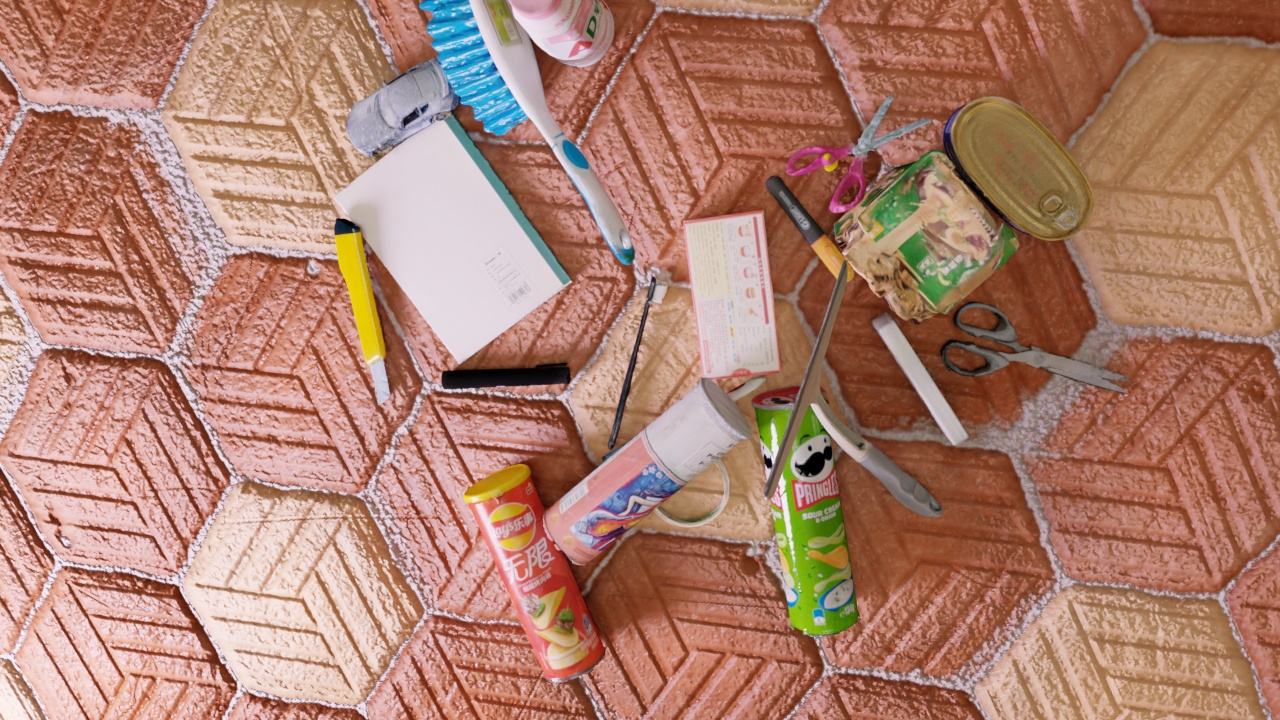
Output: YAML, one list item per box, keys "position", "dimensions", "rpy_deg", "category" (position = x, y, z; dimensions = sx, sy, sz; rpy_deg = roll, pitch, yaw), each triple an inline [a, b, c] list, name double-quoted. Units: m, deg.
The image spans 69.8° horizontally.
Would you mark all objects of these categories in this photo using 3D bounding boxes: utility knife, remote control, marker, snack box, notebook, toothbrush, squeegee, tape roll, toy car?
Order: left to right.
- position: [-0.281, -0.048, 0.936]
  dimensions: [0.033, 0.015, 0.197]
  rpy_deg: [0, 106, 27]
  category: "utility knife"
- position: [-0.230, -0.242, 0.878]
  dimensions: [0.121, 0.036, 0.054]
  rpy_deg: [-27, 81, 15]
  category: "toy car"
- position: [-0.186, -0.121, 0.913]
  dimensions: [0.150, 0.012, 0.209]
  rpy_deg: [-35, 95, 12]
  category: "notebook"
- position: [-0.137, 0.016, 0.929]
  dimensions: [0.132, 0.020, 0.022]
  rpy_deg: [-3, 111, 8]
  category: "marker"
- position: [-0.005, 0.005, 0.911]
  dimensions: [0.018, 0.015, 0.181]
  rpy_deg: [15, 101, -5]
  category: "toothbrush"
- position: [0.042, 0.061, 0.917]
  dimensions: [0.188, 0.016, 0.017]
  rpy_deg: [-30, 86, 13]
  category: "toothbrush"
- position: [0.047, 0.126, 0.929]
  dimensions: [0.086, 0.014, 0.086]
  rpy_deg: [1, 101, 8]
  category: "tape roll"
- position: [0.089, -0.062, 0.880]
  dimensions: [0.077, 0.027, 0.156]
  rpy_deg: [-6, 100, 9]
  category: "snack box"
- position: [0.160, -0.124, 0.865]
  dimensions: [0.018, 0.015, 0.124]
  rpy_deg: [-38, 92, 8]
  category: "marker"
- position: [0.207, 0.079, 0.851]
  dimensions: [0.039, 0.245, 0.246]
  rpy_deg: [-10, 137, 46]
  category: "squeegee"
- position: [0.236, -0.113, 0.806]
  dimensions: [0.118, 0.105, 0.118]
  rpy_deg: [-43, 105, 12]
  category: "snack box"
- position: [0.261, 0.015, 0.858]
  dimensions: [0.019, 0.056, 0.135]
  rpy_deg: [-33, 95, 11]
  category: "remote control"

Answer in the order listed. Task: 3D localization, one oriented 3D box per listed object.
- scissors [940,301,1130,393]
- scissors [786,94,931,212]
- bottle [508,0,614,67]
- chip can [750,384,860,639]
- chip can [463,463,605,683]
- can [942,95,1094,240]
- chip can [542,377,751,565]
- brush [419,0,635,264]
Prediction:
- position: [0.373, -0.010, 0.860]
  dimensions: [0.174, 0.014, 0.141]
  rpy_deg: [-17, 99, 10]
  category: "scissors"
- position: [0.197, -0.183, 0.821]
  dimensions: [0.133, 0.124, 0.017]
  rpy_deg: [-20, 142, 19]
  category: "scissors"
- position: [-0.069, -0.291, 0.769]
  dimensions: [0.068, 0.196, 0.068]
  rpy_deg: [1, 102, 7]
  category: "bottle"
- position: [0.162, 0.145, 0.889]
  dimensions: [0.072, 0.072, 0.236]
  rpy_deg: [-9, 100, 9]
  category: "chip can"
- position: [-0.108, 0.218, 0.938]
  dimensions: [0.073, 0.073, 0.216]
  rpy_deg: [-20, 98, 11]
  category: "chip can"
- position: [0.333, -0.170, 0.815]
  dimensions: [0.148, 0.049, 0.075]
  rpy_deg: [45, 103, -3]
  category: "can"
- position: [0.003, 0.110, 0.888]
  dimensions: [0.215, 0.071, 0.071]
  rpy_deg: [-40, 94, 16]
  category: "chip can"
- position: [-0.102, -0.224, 0.841]
  dimensions: [0.110, 0.060, 0.314]
  rpy_deg: [-11, 106, 42]
  category: "brush"
